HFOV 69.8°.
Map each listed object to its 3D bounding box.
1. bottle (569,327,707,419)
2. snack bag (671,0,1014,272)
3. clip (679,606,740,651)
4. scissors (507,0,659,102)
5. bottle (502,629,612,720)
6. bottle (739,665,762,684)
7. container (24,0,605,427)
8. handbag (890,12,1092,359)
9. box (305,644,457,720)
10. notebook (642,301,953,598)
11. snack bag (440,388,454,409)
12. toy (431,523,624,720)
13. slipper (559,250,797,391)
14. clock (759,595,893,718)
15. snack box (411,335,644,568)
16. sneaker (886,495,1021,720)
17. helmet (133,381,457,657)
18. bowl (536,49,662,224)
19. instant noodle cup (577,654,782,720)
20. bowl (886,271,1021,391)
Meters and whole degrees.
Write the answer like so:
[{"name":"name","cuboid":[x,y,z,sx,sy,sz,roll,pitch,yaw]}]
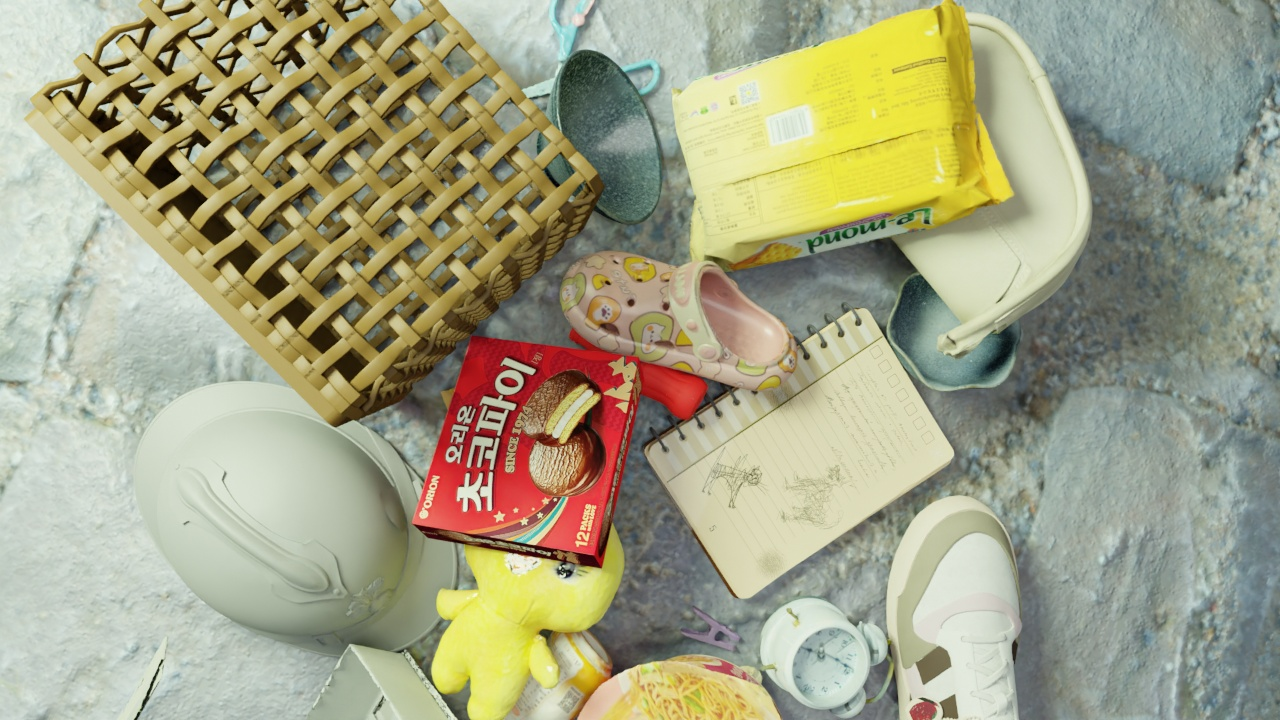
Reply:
[{"name":"bottle","cuboid":[-0.004,0.004,0.740,0.119,0.036,0.036,30,87,10]},{"name":"snack bag","cuboid":[0.138,-0.165,0.694,0.248,0.068,0.159,-11,88,25]},{"name":"clip","cuboid":[0.059,0.229,0.771,0.051,0.013,0.032,31,89,-9]},{"name":"scissors","cuboid":[-0.042,-0.238,0.752,0.129,0.015,0.135,16,95,-6]},{"name":"bottle","cuboid":[-0.076,0.263,0.731,0.109,0.063,0.063,-42,95,-2]},{"name":"bottle","cuboid":[0.090,0.312,0.761,0.044,0.044,0.109,-11,92,-7]},{"name":"container","cuboid":[-0.196,-0.123,0.628,0.214,0.219,0.251,-44,96,-4]},{"name":"handbag","cuboid":[0.262,-0.136,0.743,0.184,0.132,0.229,-36,69,11]},{"name":"box","cuboid":[-0.209,0.312,0.572,0.165,0.330,0.167,29,89,8]},{"name":"notebook","cuboid":[0.132,0.074,0.771,0.225,0.024,0.167,-33,96,-5]},{"name":"snack bag","cuboid":[-0.110,0.021,0.742,0.099,0.020,0.026,-19,85,-6]},{"name":"toy","cuboid":[-0.087,0.174,0.705,0.134,0.092,0.207,28,79,25]},{"name":"slipper","cuboid":[0.038,-0.044,0.714,0.197,0.082,0.093,19,49,-6]},{"name":"clock","cuboid":[0.157,0.247,0.762,0.117,0.057,0.083,24,88,-14]},{"name":"snack box","cuboid":[-0.079,0.064,0.678,0.133,0.036,0.151,7,64,11]},{"name":"sneaker","cuboid":[0.272,0.262,0.745,0.111,0.116,0.294,0,91,-7]},{"name":"helmet","cuboid":[-0.262,0.131,0.676,0.271,0.118,0.183,39,86,-8]},{"name":"bowl","cuboid":[-0.043,-0.166,0.718,0.057,0.136,0.137,-12,93,33]},{"name":"instant noodle cup","cuboid":[0.041,0.308,0.714,0.179,0.077,0.178,1,94,18]},{"name":"bowl","cuboid":[0.252,-0.019,0.762,0.110,0.055,0.110,1,71,-3]}]
